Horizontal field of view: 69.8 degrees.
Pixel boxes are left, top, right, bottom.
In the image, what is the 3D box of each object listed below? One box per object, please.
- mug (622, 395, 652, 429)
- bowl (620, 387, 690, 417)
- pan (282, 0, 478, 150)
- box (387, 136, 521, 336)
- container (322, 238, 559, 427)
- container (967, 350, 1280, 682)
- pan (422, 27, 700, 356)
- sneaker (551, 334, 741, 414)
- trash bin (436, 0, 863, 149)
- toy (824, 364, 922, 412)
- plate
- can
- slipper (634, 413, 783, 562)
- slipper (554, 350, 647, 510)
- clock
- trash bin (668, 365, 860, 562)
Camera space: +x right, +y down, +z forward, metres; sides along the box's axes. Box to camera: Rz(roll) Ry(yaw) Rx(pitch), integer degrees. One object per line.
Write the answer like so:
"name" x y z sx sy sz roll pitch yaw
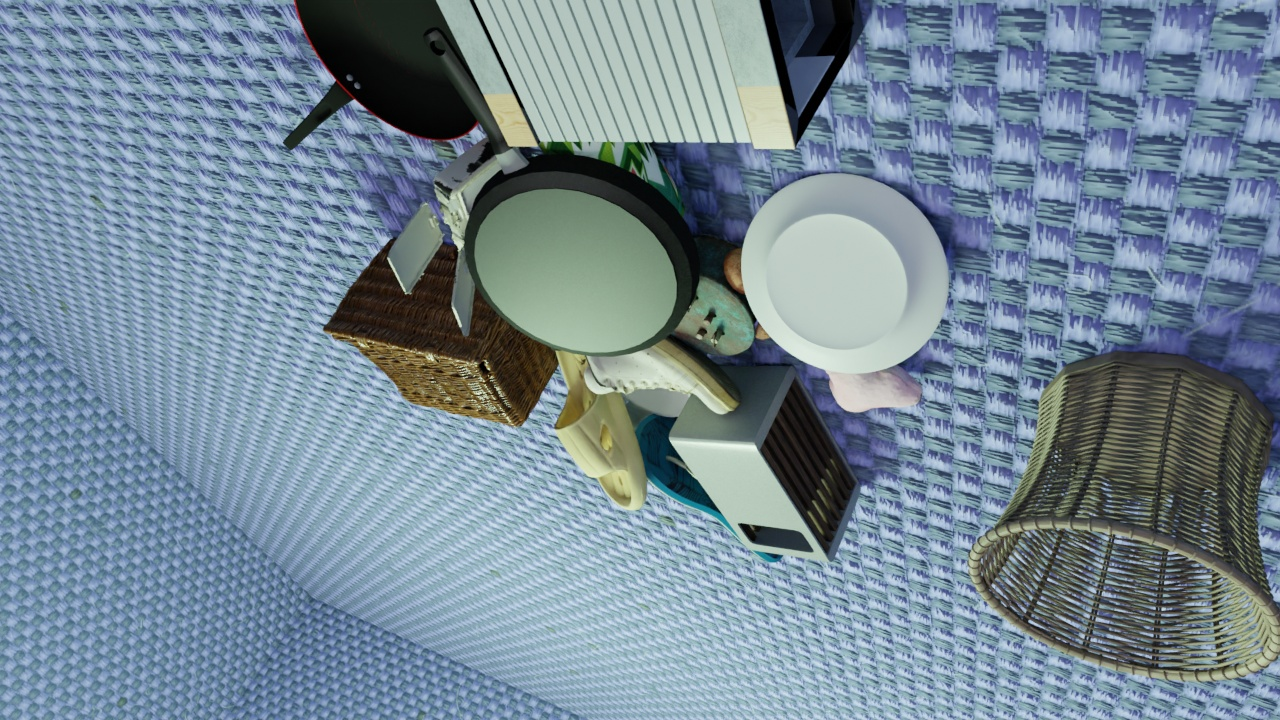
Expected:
"mug" -0.016 0.083 1.202 0.068 0.094 0.115 -18 101 53
"bowl" 0.020 0.019 1.123 0.110 0.040 0.110 21 148 13
"pan" -0.274 -0.289 0.915 0.209 0.067 0.357 46 146 -23
"box" -0.172 -0.128 0.943 0.066 0.185 0.145 17 153 16
"container" -0.232 -0.028 1.169 0.250 0.161 0.183 11 149 29
"container" 0.422 0.127 0.784 0.227 0.195 0.227 22 148 15
"pan" -0.089 -0.134 0.825 0.226 0.034 0.356 -13 129 29
"sneaker" -0.006 0.006 1.023 0.241 0.102 0.088 34 -173 20
"trash bin" 0.006 -0.254 0.653 0.247 0.142 0.142 9 142 32
"toy" 0.226 0.020 0.940 0.093 0.050 0.103 40 151 -20
"plate" 0.175 -0.071 0.816 0.189 0.016 0.189 14 121 25
"can" -0.027 -0.177 0.847 0.083 0.082 0.144 -5 134 44
"slipper" 0.109 0.159 1.187 0.295 0.118 0.060 40 134 -24
"slipper" -0.071 0.065 1.118 0.111 0.079 0.261 -21 86 64
"clock" 0.082 -0.061 0.928 0.158 0.073 0.121 2 139 37
"trash bin" 0.153 0.122 1.085 0.115 0.114 0.229 0 137 41
